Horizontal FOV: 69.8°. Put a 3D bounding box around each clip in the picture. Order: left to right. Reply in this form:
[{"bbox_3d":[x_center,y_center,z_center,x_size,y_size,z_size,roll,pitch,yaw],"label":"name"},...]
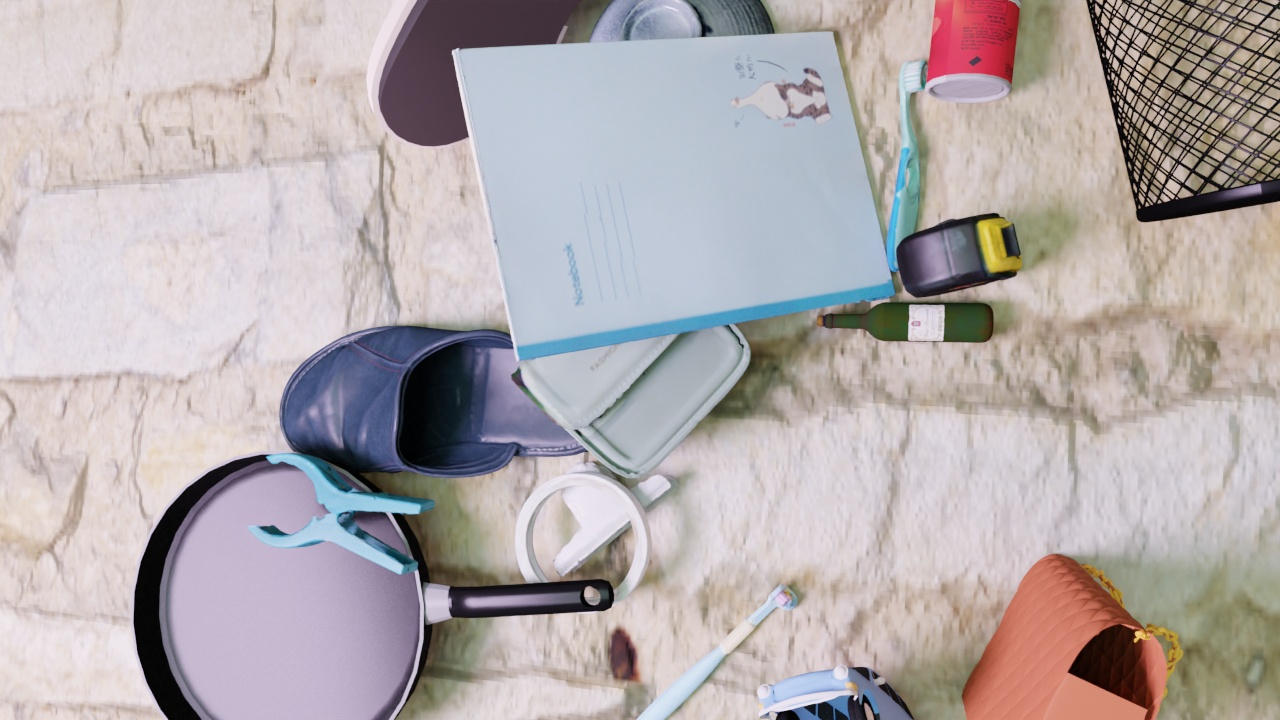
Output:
[{"bbox_3d":[-0.208,0.119,0.610,0.130,0.030,0.120,31,87,14],"label":"clip"},{"bbox_3d":[-0.031,0.097,0.622,0.102,0.052,0.059,-41,92,10],"label":"clip"}]

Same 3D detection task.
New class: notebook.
[{"bbox_3d":[0.029,-0.107,0.550,0.253,0.009,0.181,-11,86,-22],"label":"notebook"}]

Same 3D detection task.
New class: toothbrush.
[{"bbox_3d":[0.044,0.205,0.612,0.155,0.016,0.022,-46,119,10],"label":"toothbrush"},{"bbox_3d":[0.169,-0.124,0.582,0.017,0.022,0.135,3,89,51],"label":"toothbrush"}]

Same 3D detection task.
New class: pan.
[{"bbox_3d":[-0.188,0.170,0.633,0.357,0.034,0.225,-6,85,12],"label":"pan"}]

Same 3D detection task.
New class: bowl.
[{"bbox_3d":[0.019,-0.204,0.606,0.137,0.057,0.137,0,89,15],"label":"bowl"}]

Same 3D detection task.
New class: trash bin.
[{"bbox_3d":[0.319,-0.188,0.465,0.184,0.184,0.210,-9,92,15],"label":"trash bin"}]

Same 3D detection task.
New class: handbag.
[{"bbox_3d":[-0.003,0.003,0.580,0.106,0.067,0.122,44,89,-7],"label":"handbag"},{"bbox_3d":[0.225,0.169,0.481,0.060,0.171,0.109,23,95,15],"label":"handbag"}]

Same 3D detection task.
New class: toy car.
[{"bbox_3d":[0.122,0.208,0.534,0.056,0.153,0.054,-23,46,22],"label":"toy car"}]

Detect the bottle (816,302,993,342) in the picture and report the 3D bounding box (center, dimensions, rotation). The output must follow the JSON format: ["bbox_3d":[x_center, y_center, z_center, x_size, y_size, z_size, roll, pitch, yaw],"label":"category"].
[{"bbox_3d":[0.165,-0.024,0.578,0.106,0.025,0.025,1,89,15],"label":"bottle"}]

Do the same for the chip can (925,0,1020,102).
[{"bbox_3d":[0.210,-0.270,0.557,0.052,0.051,0.214,6,91,15],"label":"chip can"}]

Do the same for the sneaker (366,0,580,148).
[{"bbox_3d":[-0.090,-0.281,0.620,0.294,0.111,0.116,-48,50,7],"label":"sneaker"}]

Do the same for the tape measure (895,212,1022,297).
[{"bbox_3d":[0.190,-0.063,0.549,0.071,0.072,0.042,-9,89,18],"label":"tape measure"}]

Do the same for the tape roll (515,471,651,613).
[{"bbox_3d":[-0.039,0.121,0.611,0.093,0.013,0.093,0,89,16],"label":"tape roll"}]

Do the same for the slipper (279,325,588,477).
[{"bbox_3d":[-0.150,0.028,0.636,0.266,0.083,0.109,-2,90,17],"label":"slipper"}]
